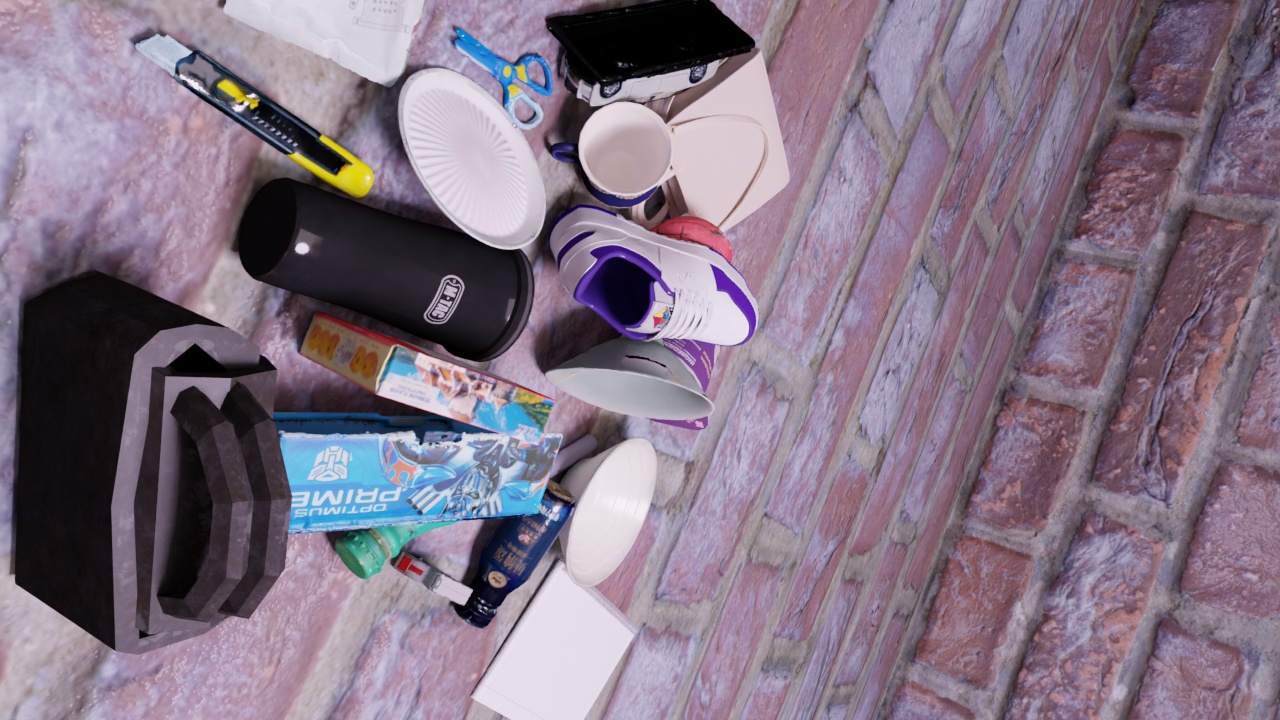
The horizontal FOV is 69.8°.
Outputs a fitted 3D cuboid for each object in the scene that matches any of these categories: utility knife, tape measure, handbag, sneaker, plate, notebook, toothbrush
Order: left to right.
[{"bbox_3d":[-0.272,0.066,0.543,0.102,0.200,0.197,-7,112,-54],"label":"handbag"},{"bbox_3d":[-0.254,-0.163,0.622,0.187,0.020,0.028,33,76,-55],"label":"utility knife"},{"bbox_3d":[-0.192,0.199,0.847,0.020,0.062,0.060,-61,151,-16],"label":"tape measure"},{"bbox_3d":[-0.134,-0.160,0.733,0.157,0.014,0.156,35,43,-42],"label":"plate"},{"bbox_3d":[-0.112,0.123,0.963,0.187,0.018,0.019,-30,137,-45],"label":"toothbrush"},{"bbox_3d":[-0.094,0.361,1.113,0.177,0.013,0.246,-56,144,-19],"label":"notebook"},{"bbox_3d":[0.025,-0.061,0.893,0.244,0.111,0.092,23,120,-25],"label":"sneaker"},{"bbox_3d":[0.059,-0.215,0.993,0.197,0.101,0.195,-44,139,-17],"label":"handbag"}]

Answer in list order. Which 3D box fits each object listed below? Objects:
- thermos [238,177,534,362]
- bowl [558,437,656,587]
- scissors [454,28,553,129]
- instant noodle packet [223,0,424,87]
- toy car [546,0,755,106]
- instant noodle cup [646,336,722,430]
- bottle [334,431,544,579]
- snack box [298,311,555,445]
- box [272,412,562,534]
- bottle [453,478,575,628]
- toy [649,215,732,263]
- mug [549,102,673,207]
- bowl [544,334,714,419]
[{"bbox_3d":[-0.185,-0.068,0.699,0.218,0.106,0.106,18,91,-52],"label":"thermos"},{"bbox_3d":[-0.051,0.160,1.024,0.176,0.058,0.177,-41,141,-44],"label":"bowl"},{"bbox_3d":[-0.115,-0.251,0.784,0.130,0.022,0.070,30,82,-53],"label":"scissors"},{"bbox_3d":[-0.176,-0.336,0.622,0.146,0.057,0.269,10,102,-55],"label":"instant noodle packet"},{"bbox_3d":[0.007,-0.283,0.868,0.191,0.094,0.071,-24,152,-34],"label":"toy car"},{"bbox_3d":[0.045,-0.008,1.042,0.122,0.137,0.121,-41,-167,52],"label":"instant noodle cup"},{"bbox_3d":[-0.177,0.112,0.820,0.209,0.068,0.068,-41,136,-38],"label":"bottle"},{"bbox_3d":[-0.163,0.012,0.697,0.144,0.143,0.040,23,87,-42],"label":"snack box"},{"bbox_3d":[-0.177,0.084,0.721,0.243,0.086,0.091,3,79,-40],"label":"box"},{"bbox_3d":[-0.128,0.194,0.925,0.161,0.056,0.056,-56,146,0],"label":"bottle"},{"bbox_3d":[0.035,-0.104,0.980,0.092,0.133,0.062,36,37,-27],"label":"toy"},{"bbox_3d":[-0.030,-0.191,0.875,0.089,0.112,0.085,151,-58,-84],"label":"mug"},{"bbox_3d":[-0.006,0.005,0.930,0.174,0.174,0.067,36,62,-55],"label":"bowl"}]
